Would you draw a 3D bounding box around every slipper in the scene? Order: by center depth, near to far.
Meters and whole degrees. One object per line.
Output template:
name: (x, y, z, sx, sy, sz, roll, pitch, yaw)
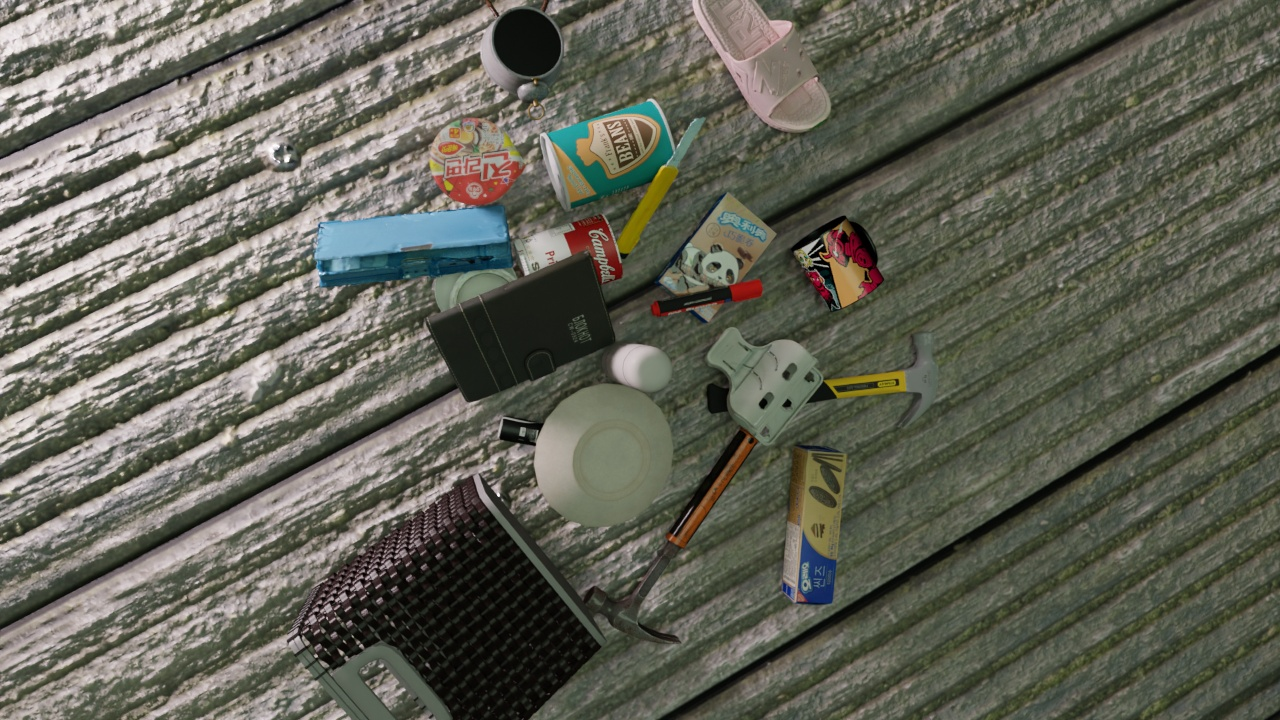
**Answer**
slipper: (0.159, -0.398, 1.187, 0.094, 0.064, 0.239, -40, 96, -6)

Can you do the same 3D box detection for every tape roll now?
tape roll: (-0.190, -0.070, 1.138, 0.093, 0.018, 0.094, 0, 92, -10)

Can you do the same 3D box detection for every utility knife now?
utility knife: (0.022, -0.210, 1.135, 0.030, 0.218, 0.019, 0, 49, -40)

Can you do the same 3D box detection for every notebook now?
notebook: (-0.140, -0.035, 1.122, 0.209, 0.029, 0.170, -22, 140, -6)

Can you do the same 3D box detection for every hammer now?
hammer: (0.069, 0.229, 1.214, 0.138, 0.035, 0.314, 36, 86, -9)
hammer: (0.249, 0.040, 1.240, 0.323, 0.029, 0.127, -6, 93, -8)

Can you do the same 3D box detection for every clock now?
clock: (-0.142, -0.373, 1.141, 0.103, 0.056, 0.148, -11, 89, -18)

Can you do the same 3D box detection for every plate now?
plate: (-0.206, -0.089, 1.158, 0.104, 0.026, 0.104, 0, 92, -10)
plate: (-0.041, 0.125, 1.175, 0.188, 0.027, 0.189, -3, 98, -20)

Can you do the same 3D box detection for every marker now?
marker: (0.085, -0.078, 1.174, 0.145, 0.021, 0.023, -13, 126, -9)

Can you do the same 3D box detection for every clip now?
clip: (0.155, 0.020, 1.175, 0.152, 0.099, 0.126, 43, 80, -12)

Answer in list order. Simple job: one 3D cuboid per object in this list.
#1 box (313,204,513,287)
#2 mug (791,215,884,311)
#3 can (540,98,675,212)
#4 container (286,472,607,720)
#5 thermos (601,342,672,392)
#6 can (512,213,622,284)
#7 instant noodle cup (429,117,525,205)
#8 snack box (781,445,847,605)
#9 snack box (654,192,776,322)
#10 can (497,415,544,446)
box: (-0.274, -0.147, 1.110, 0.231, 0.054, 0.093, -6, 58, -7)
mug: (0.270, -0.136, 1.216, 0.117, 0.082, 0.098, -38, 99, -34)
can: (-0.040, -0.255, 1.141, 0.144, 0.099, 0.099, -20, 95, -8)
container: (-0.214, 0.301, 1.066, 0.243, 0.246, 0.247, -39, 98, -10)
thermos: (-0.006, 0.006, 1.094, 0.052, 0.224, 0.052, 0, 92, -10)
can: (-0.091, -0.125, 1.145, 0.116, 0.087, 0.086, -18, 95, -9)
instant noodle cup: (-0.202, -0.231, 1.109, 0.100, 0.112, 0.100, 0, 93, -10)
snack box: (0.232, 0.219, 1.229, 0.057, 0.056, 0.207, 4, 92, -11)
snack box: (0.098, -0.134, 1.202, 0.087, 0.034, 0.151, 39, 86, -10)
can: (-0.140, 0.093, 1.174, 0.080, 0.031, 0.031, 11, 90, -10)
